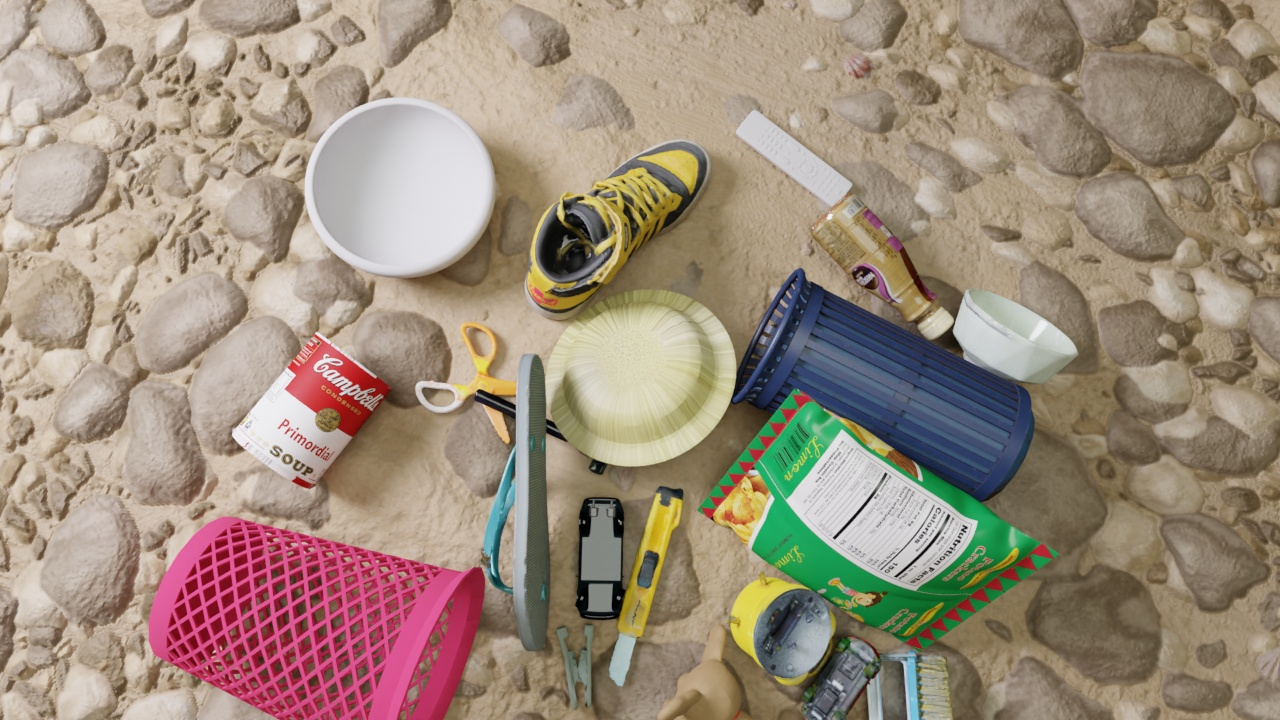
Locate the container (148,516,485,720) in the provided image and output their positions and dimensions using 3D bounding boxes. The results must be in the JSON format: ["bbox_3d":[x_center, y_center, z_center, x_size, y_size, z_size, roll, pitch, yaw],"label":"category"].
[{"bbox_3d":[-0.272,0.227,0.774,0.226,0.183,0.183,18,79,7],"label":"container"}]

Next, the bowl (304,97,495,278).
[{"bbox_3d":[-0.227,-0.160,0.889,0.176,0.066,0.176,1,80,-4],"label":"bowl"}]

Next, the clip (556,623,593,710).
[{"bbox_3d":[-0.050,0.280,0.848,0.050,0.023,0.078,-20,80,-6],"label":"clip"}]

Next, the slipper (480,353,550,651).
[{"bbox_3d":[-0.114,0.128,0.820,0.055,0.098,0.268,0,89,4],"label":"slipper"}]

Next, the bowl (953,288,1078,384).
[{"bbox_3d":[0.356,-0.015,0.895,0.117,0.117,0.061,25,116,0],"label":"bowl"}]

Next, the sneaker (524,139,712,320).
[{"bbox_3d":[-0.018,-0.142,0.874,0.086,0.122,0.238,43,81,2],"label":"sneaker"}]

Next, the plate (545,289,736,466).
[{"bbox_3d":[-0.005,0.005,0.857,0.184,0.036,0.184,-5,64,11],"label":"plate"}]

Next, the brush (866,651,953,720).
[{"bbox_3d":[0.250,0.341,0.845,0.075,0.055,0.135,-6,80,17],"label":"brush"}]

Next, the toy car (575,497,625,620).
[{"bbox_3d":[-0.037,0.184,0.859,0.046,0.034,0.112,2,79,-4],"label":"toy car"}]

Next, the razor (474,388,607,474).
[{"bbox_3d":[-0.092,0.062,0.877,0.144,0.022,0.042,25,78,-5],"label":"razor"}]

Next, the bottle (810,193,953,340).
[{"bbox_3d":[0.245,-0.090,0.916,0.059,0.060,0.166,-43,88,-10],"label":"bottle"}]

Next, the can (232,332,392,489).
[{"bbox_3d":[-0.298,0.046,0.838,0.086,0.087,0.116,36,79,2],"label":"can"}]

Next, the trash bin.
[{"bbox_3d":[0.226,0.032,0.855,0.249,0.139,0.139,26,79,-1],"label":"trash bin"}]

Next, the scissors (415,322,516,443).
[{"bbox_3d":[-0.159,0.026,0.889,0.128,0.011,0.125,-24,85,-7],"label":"scissors"}]

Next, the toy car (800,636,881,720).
[{"bbox_3d":[0.186,0.298,0.846,0.042,0.036,0.091,33,95,33],"label":"toy car"}]

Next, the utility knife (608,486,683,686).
[{"bbox_3d":[0.004,0.211,0.869,0.030,0.018,0.191,15,82,8],"label":"utility knife"}]

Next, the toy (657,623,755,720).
[{"bbox_3d":[0.069,0.320,0.818,0.108,0.133,0.106,48,122,3],"label":"toy"}]

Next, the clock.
[{"bbox_3d":[0.136,0.250,0.843,0.118,0.057,0.083,42,76,-21],"label":"clock"}]

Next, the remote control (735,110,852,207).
[{"bbox_3d":[0.159,-0.209,0.953,0.131,0.012,0.033,38,82,3],"label":"remote control"}]

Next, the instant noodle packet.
[{"bbox_3d":[0.198,0.151,0.818,0.253,0.196,0.090,32,43,2],"label":"instant noodle packet"}]
